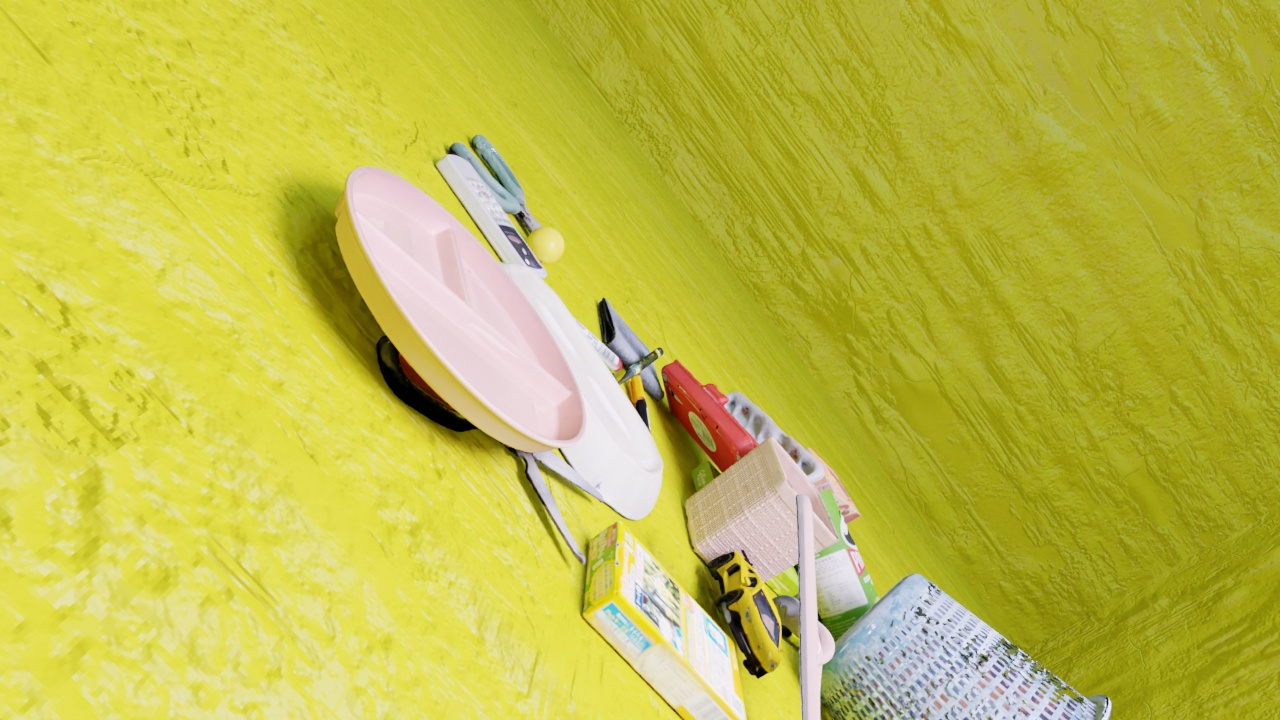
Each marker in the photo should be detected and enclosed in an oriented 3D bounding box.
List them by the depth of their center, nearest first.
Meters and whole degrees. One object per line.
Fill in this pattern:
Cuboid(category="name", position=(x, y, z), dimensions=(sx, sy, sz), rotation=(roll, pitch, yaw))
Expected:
Cuboid(category="marker", position=(0.138, 0.259, 0.898), dimensions=(0.124, 0.015, 0.018), rotation=(42, 14, -36))
Cuboid(category="marker", position=(-0.065, -0.031, 0.924), dimensions=(0.145, 0.017, 0.017), rotation=(43, 17, -40))
Cuboid(category="marker", position=(0.001, 0.055, 0.940), dimensions=(0.123, 0.015, 0.018), rotation=(-103, -175, -55))

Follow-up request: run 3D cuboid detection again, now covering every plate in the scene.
Cuboid(category="plate", position=(-0.118, -0.031, 0.614), dimensions=(0.229, 0.028, 0.229), rotation=(51, 11, -14))
Cuboid(category="plate", position=(-0.058, 0.014, 0.787), dimensions=(0.265, 0.034, 0.162), rotation=(56, 13, 10))

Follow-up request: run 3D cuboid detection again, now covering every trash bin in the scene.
Cuboid(category="trash bin", position=(0.274, 0.316, 0.850), dimensions=(0.195, 0.227, 0.226), rotation=(46, 10, 22))

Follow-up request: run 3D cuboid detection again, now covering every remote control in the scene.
Cuboid(category="remote control", position=(-0.145, -0.139, 0.906), dimensions=(0.150, 0.021, 0.058), rotation=(54, 13, 4))

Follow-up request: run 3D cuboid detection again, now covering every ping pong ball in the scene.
Cuboid(category="ping pong ball", position=(-0.101, -0.122, 0.975), dimensions=(0.040, 0.040, 0.040), rotation=(50, 14, -17))

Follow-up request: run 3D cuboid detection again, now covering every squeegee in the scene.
Cuboid(category="squeegee", position=(0.136, 0.226, 0.762), dimensions=(0.249, 0.040, 0.247), rotation=(56, 33, -86))

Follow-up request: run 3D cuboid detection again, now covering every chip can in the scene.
Cuboid(category="chip can", position=(0.220, 0.253, 0.998), dimensions=(0.236, 0.072, 0.072), rotation=(68, 16, 13))

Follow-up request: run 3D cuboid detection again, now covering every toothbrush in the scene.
Cuboid(category="toothbrush", position=(-0.006, 0.006, 0.983), dimensions=(0.017, 0.012, 0.185), rotation=(70, 21, -6))

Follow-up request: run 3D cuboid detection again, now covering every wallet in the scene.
Cuboid(category="wallet", position=(-0.012, -0.015, 1.070), dimensions=(0.097, 0.019, 0.120), rotation=(50, 12, -27))

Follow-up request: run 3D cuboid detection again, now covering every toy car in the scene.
Cuboid(category="toy car", position=(0.089, 0.206, 0.753), dimensions=(0.071, 0.041, 0.155), rotation=(64, 5, -4))

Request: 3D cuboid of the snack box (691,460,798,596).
Cuboid(category="snack box", position=(0.114, 0.183, 0.983), dimensions=(0.156, 0.026, 0.085), rotation=(47, 14, -30))

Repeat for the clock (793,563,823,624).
Cuboid(category="clock", position=(0.230, 0.270, 1.104), dimensions=(0.161, 0.056, 0.116), rotation=(38, 19, -49))

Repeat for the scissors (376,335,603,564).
Cuboid(category="scissors", position=(-0.096, 0.035, 0.628), dimensions=(0.220, 0.022, 0.233), rotation=(34, 23, -56))

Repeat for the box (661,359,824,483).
Cuboid(category="box", position=(0.109, 0.066, 1.006), dimensions=(0.201, 0.100, 0.102), rotation=(-132, -156, -56))

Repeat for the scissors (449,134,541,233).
Cuboid(category="scissors", position=(-0.158, -0.194, 1.009), dimensions=(0.170, 0.019, 0.180), rotation=(59, 13, 14))

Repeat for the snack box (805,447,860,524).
Cuboid(category="snack box", position=(0.215, 0.183, 1.194), dimensions=(0.094, 0.093, 0.077), rotation=(40, 20, -48))

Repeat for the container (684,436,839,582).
Cuboid(category="container", position=(0.109, 0.148, 0.862), dimensions=(0.090, 0.111, 0.090), rotation=(48, 14, -25))

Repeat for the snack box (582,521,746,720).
Cuboid(category="snack box", position=(0.017, 0.184, 0.625), dimensions=(0.140, 0.034, 0.086), rotation=(52, 13, -18))
